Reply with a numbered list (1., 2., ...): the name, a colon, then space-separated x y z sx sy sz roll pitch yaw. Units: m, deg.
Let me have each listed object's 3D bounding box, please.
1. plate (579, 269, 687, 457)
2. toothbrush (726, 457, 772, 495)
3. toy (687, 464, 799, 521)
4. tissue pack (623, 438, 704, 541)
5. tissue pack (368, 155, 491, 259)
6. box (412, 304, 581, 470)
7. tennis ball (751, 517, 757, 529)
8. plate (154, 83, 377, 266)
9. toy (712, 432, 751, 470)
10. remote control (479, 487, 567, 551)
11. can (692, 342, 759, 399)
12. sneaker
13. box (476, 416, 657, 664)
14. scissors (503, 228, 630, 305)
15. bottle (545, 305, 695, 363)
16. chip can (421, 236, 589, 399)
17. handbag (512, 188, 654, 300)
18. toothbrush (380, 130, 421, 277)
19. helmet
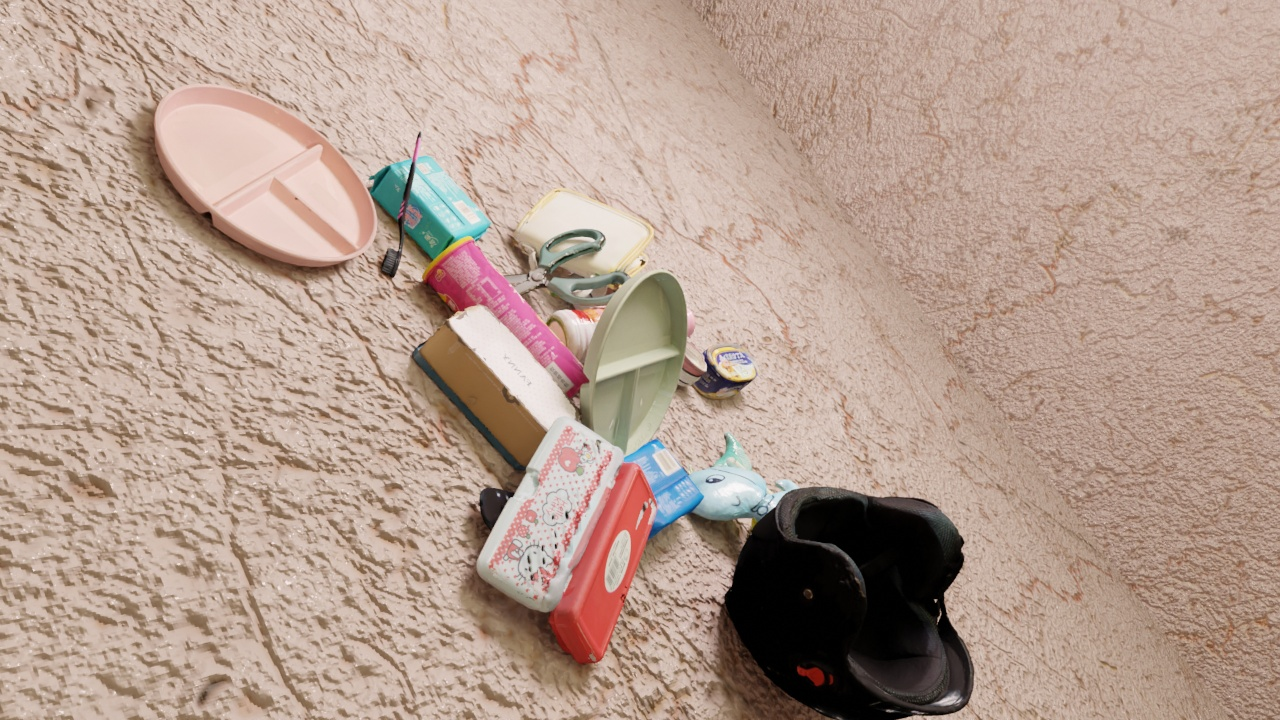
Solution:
1. plate: -0.006 0.006 1.055 0.027 0.230 0.229 15 14 24
2. toothbrush: 0.169 0.175 1.244 0.189 0.020 0.029 41 31 -40
3. toy: 0.129 0.169 1.142 0.156 0.050 0.161 29 31 36
4. tissue pack: 0.007 0.147 1.025 0.095 0.052 0.156 52 26 10
5. tissue pack: -0.247 -0.181 1.075 0.133 0.050 0.093 48 28 -1
6. box: -0.149 0.021 0.945 0.184 0.063 0.089 47 25 0
7. tennis ball: 0.176 0.213 1.185 0.065 0.066 0.065 37 28 -24
8. plate: -0.368 -0.181 0.912 0.229 0.028 0.229 36 30 -25
9. toy: 0.125 0.150 1.237 0.096 0.030 0.091 59 31 3
10. remote control: -0.102 0.157 0.871 0.136 0.024 0.053 27 37 -39
11. can: 0.127 0.016 1.396 0.074 0.049 0.148 56 27 16
12. sneaker: 0.008 -0.059 1.263 0.241 0.088 0.118 36 28 -19
13. box: -0.055 0.160 0.854 0.160 0.064 0.200 49 39 -21
14. scissors: -0.088 -0.099 1.129 0.176 0.019 0.172 -35 59 -30
15. bottle: -0.021 -0.037 1.140 0.196 0.068 0.068 -9 59 -34
16. chip can: -0.145 -0.035 1.014 0.210 0.072 0.071 49 26 -2
17. handbag: -0.088 -0.139 1.211 0.163 0.063 0.178 25 47 15
18. toothbrush: -0.261 -0.176 1.010 0.017 0.014 0.189 18 63 -30
19. helmet: 0.223 0.270 0.993 0.232 0.231 0.274 -9 60 -44
